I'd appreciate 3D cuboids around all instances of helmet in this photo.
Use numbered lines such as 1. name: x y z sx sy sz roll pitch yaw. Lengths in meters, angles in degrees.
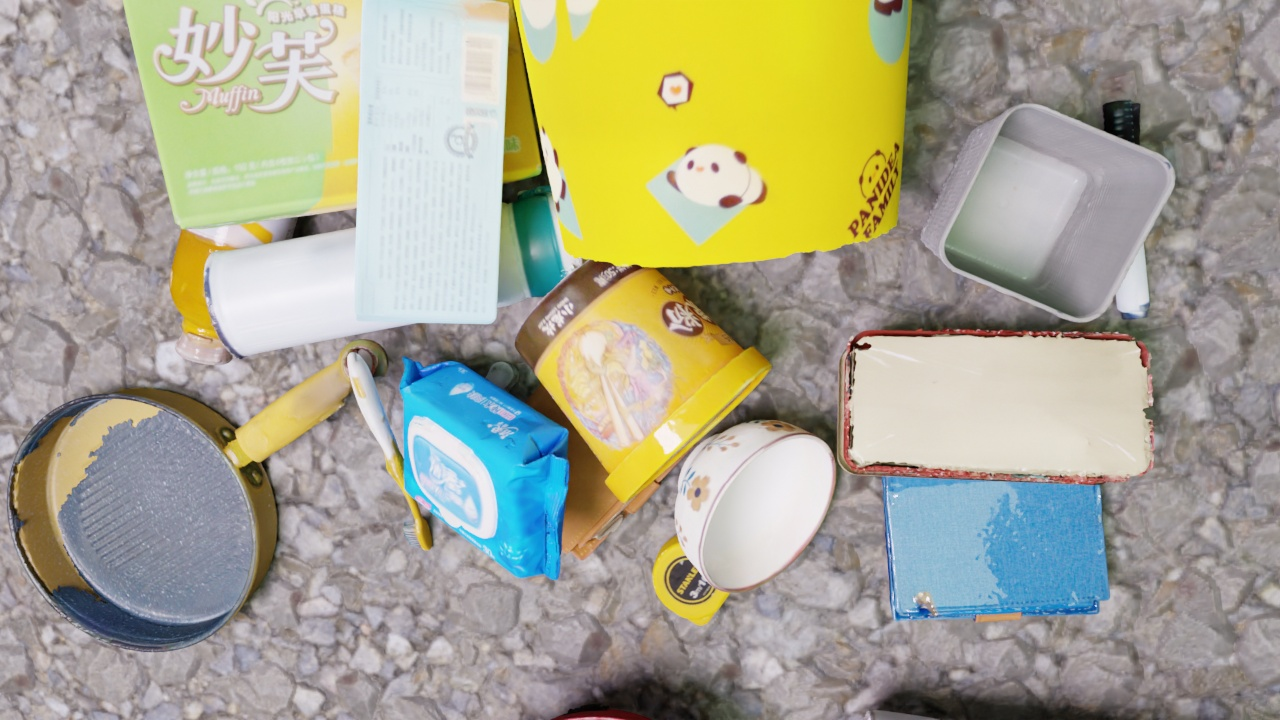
1. helmet: -0.030 0.340 0.625 0.207 0.144 0.240 19 89 4

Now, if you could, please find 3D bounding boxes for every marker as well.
1. marker: 0.292 -0.089 0.549 0.022 0.018 0.131 -10 100 1

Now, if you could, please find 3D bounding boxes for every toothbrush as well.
1. toothbrush: -0.166 0.066 0.605 0.018 0.016 0.192 0 133 7

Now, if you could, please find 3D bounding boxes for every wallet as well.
1. wallet: 0.226 0.116 0.591 0.133 0.040 0.106 -5 92 9
2. wallet: -0.034 0.058 0.621 0.108 0.031 0.132 42 102 0

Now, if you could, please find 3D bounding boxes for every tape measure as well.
1. tape measure: 0.038 0.146 0.630 0.057 0.028 0.060 32 104 0

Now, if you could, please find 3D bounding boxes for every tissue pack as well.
1. tissue pack: -0.102 0.063 0.565 0.157 0.052 0.095 28 127 36

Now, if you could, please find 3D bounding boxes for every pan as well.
1. pan: -0.303 0.079 0.642 0.358 0.078 0.197 -32 96 13

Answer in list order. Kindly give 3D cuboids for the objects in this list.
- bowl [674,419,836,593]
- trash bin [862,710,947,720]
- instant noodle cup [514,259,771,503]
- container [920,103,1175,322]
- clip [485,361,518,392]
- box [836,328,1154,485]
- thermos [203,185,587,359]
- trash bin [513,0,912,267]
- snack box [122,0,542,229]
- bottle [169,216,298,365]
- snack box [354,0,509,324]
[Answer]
1. bowl: 0.064 0.085 0.586 0.062 0.113 0.113 33 109 44
2. trash bin: 0.250 0.330 0.546 0.252 0.229 0.230 9 103 13
3. instant noodle cup: -0.003 0.003 0.543 0.119 0.118 0.114 -44 81 14
4. container: 0.215 -0.083 0.512 0.090 0.114 0.090 24 104 3
5. clip: -0.105 0.025 0.633 0.027 0.045 0.058 34 98 3
6. box: 0.205 0.029 0.542 0.168 0.080 0.091 1 81 9
7. thermos: -0.143 -0.057 0.566 0.224 0.073 0.073 -11 100 -2
8. trash bin: 0.035 -0.191 0.471 0.230 0.229 0.255 -3 107 9
9. snack box: -0.174 -0.169 0.536 0.209 0.070 0.158 -12 101 -17
10. bottle: -0.266 -0.089 0.608 0.068 0.068 0.190 23 104 3
11. snack box: -0.114 -0.107 0.496 0.074 0.052 0.175 2 94 -17
